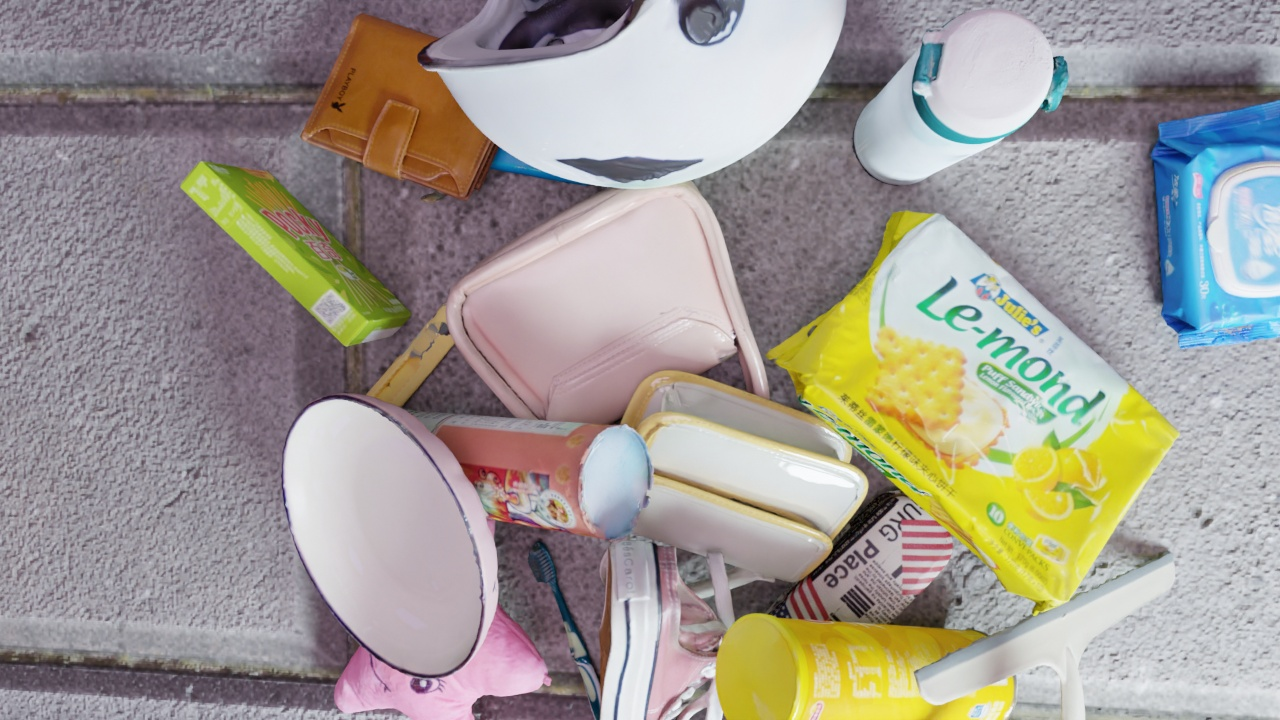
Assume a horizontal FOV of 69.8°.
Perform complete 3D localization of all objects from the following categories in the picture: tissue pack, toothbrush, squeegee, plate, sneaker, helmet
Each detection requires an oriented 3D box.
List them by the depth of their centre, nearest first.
[{"bbox_3d":[0.011,-0.188,0.558,0.258,0.229,0.146,-41,126,-15],"label":"helmet"},{"bbox_3d":[-0.156,0.109,0.589,0.193,0.038,0.193,14,114,33],"label":"plate"},{"bbox_3d":[0.017,0.196,0.598,0.088,0.118,0.242,1,138,-4],"label":"sneaker"},{"bbox_3d":[0.393,-0.088,0.599,0.095,0.052,0.157,-6,95,6],"label":"tissue pack"},{"bbox_3d":[0.277,0.277,0.622,0.246,0.039,0.247,-12,114,-27],"label":"squeegee"},{"bbox_3d":[-0.046,0.226,0.689,0.016,0.018,0.191,-19,93,32],"label":"toothbrush"}]

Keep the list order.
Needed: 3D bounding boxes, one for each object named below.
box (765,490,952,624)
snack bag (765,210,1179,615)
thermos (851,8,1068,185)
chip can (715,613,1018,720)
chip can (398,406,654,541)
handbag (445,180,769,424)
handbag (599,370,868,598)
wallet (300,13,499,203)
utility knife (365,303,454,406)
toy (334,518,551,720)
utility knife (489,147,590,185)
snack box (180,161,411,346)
[{"bbox_3d":[0.151,0.162,0.656,0.164,0.064,0.074,-46,67,7],"label":"box"},{"bbox_3d":[0.216,0.032,0.599,0.246,0.068,0.157,43,72,2],"label":"snack bag"},{"bbox_3d":[0.175,-0.145,0.529,0.073,0.224,0.073,0,95,5],"label":"thermos"},{"bbox_3d":[0.150,0.202,0.585,0.213,0.072,0.072,13,98,-34],"label":"chip can"},{"bbox_3d":[-0.096,0.069,0.601,0.215,0.071,0.071,1,96,38],"label":"chip can"},{"bbox_3d":[-0.004,0.004,0.641,0.193,0.093,0.234,-28,100,7],"label":"handbag"},{"bbox_3d":[0.048,0.110,0.628,0.163,0.063,0.179,19,116,-11],"label":"handbag"},{"bbox_3d":[-0.160,-0.172,0.644,0.131,0.035,0.119,21,79,8],"label":"wallet"},{"bbox_3d":[-0.183,0.016,0.687,0.031,0.018,0.152,41,93,-5],"label":"utility knife"},{"bbox_3d":[-0.141,0.193,0.664,0.179,0.074,0.195,12,98,18],"label":"toy"},{"bbox_3d":[-0.114,-0.154,0.661,0.166,0.018,0.034,9,97,6],"label":"utility knife"},{"bbox_3d":[-0.238,-0.075,0.646,0.156,0.085,0.026,44,99,1],"label":"snack box"}]
